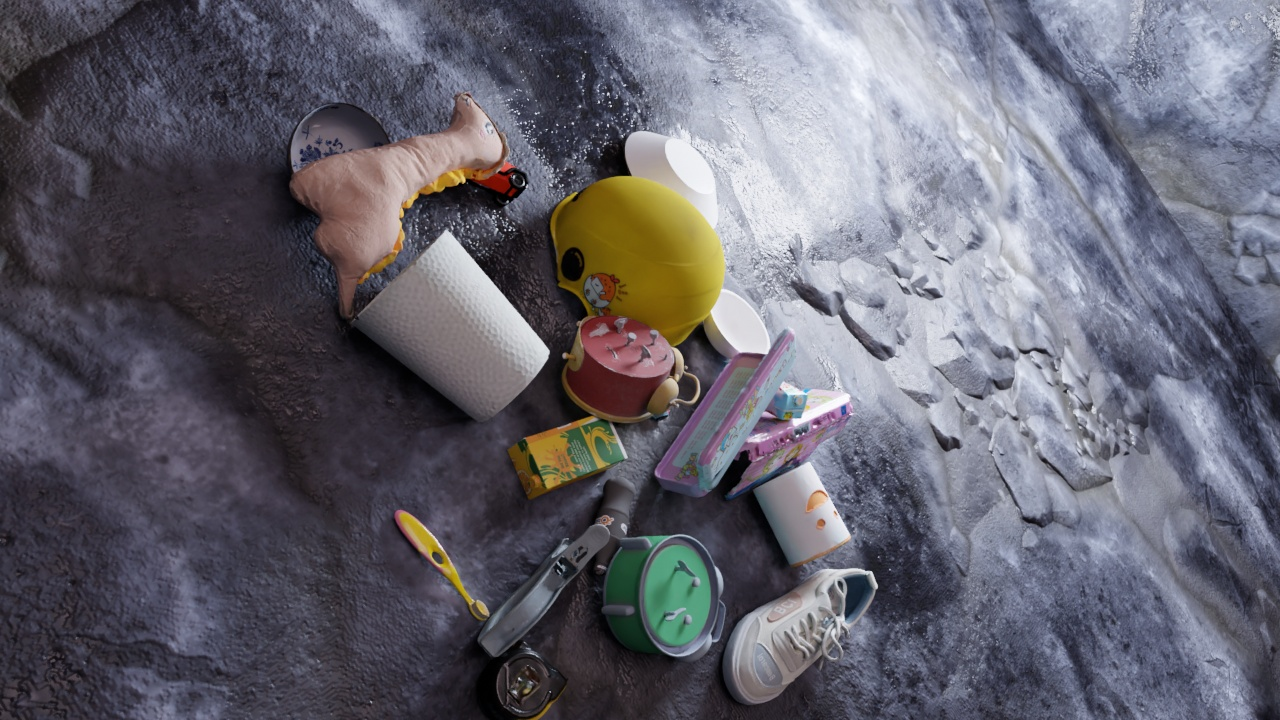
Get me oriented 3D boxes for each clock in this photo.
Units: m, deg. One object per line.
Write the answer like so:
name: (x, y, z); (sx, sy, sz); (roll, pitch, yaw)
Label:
clock: (0.039, 0.254, 0.970); (0.161, 0.076, 0.121); (36, 58, -35)
clock: (-0.006, 0.006, 1.033); (0.159, 0.081, 0.116); (20, 35, -2)

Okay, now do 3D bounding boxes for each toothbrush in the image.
toothbrush: (-0.189, 0.195, 0.876); (0.135, 0.016, 0.021); (52, 48, -3)

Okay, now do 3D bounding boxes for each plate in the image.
plate: (0.057, -0.259, 1.275); (0.174, 0.036, 0.173); (28, 43, -30)

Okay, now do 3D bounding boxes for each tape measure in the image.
tape measure: (-0.113, 0.305, 0.858); (0.071, 0.042, 0.072); (49, 49, -10)

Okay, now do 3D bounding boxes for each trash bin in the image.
trash bin: (-0.185, -0.029, 0.929); (0.161, 0.134, 0.133); (46, 47, -15)

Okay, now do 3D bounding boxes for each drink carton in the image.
drink carton: (0.154, 0.038, 1.158); (0.044, 0.129, 0.039); (1, 108, -37)
drink carton: (-0.080, 0.102, 0.993); (0.122, 0.041, 0.058); (-16, 77, -42)

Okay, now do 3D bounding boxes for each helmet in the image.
helmet: (0.010, -0.139, 1.125); (0.208, 0.140, 0.240); (-24, 82, -43)

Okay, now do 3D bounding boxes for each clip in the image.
clip: (-0.101, 0.225, 0.904); (0.162, 0.091, 0.027); (-42, 96, -29)

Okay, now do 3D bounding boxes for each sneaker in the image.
sneaker: (0.191, 0.306, 1.058); (0.241, 0.091, 0.089); (-25, 84, -42)

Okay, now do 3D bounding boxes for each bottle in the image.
bottle: (-0.032, 0.179, 0.991); (0.036, 0.036, 0.109); (30, 52, -22)

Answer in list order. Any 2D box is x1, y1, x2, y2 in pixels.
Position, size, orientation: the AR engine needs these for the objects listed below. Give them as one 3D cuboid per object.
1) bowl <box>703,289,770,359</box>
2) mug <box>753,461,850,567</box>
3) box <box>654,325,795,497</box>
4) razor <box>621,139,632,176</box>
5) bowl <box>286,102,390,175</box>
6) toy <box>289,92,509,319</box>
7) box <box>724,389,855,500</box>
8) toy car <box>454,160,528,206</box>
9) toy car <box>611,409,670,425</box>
bowl: (0.118, -0.038, 1.217); (0.110, 0.041, 0.109); (29, 40, -28)
mug: (0.198, 0.189, 1.131); (0.082, 0.083, 0.105); (-19, 78, -42)
box: (0.108, 0.062, 1.065); (0.062, 0.140, 0.213); (40, 63, -5)
razor: (-0.012, -0.259, 1.255); (0.042, 0.026, 0.105); (7, 59, -34)
bowl: (-0.321, -0.210, 0.960); (0.114, 0.045, 0.114); (-11, 106, -43)
toy: (-0.239, -0.172, 0.972); (0.263, 0.065, 0.196); (-27, 112, -43)
box: (0.181, 0.108, 1.177); (0.229, 0.085, 0.091); (-18, 106, -42)
toy car: (-0.182, -0.226, 1.084); (0.100, 0.051, 0.048); (21, 57, -27)
toy car: (-0.003, 0.043, 1.092); (0.107, 0.028, 0.060); (-6, 70, -39)
